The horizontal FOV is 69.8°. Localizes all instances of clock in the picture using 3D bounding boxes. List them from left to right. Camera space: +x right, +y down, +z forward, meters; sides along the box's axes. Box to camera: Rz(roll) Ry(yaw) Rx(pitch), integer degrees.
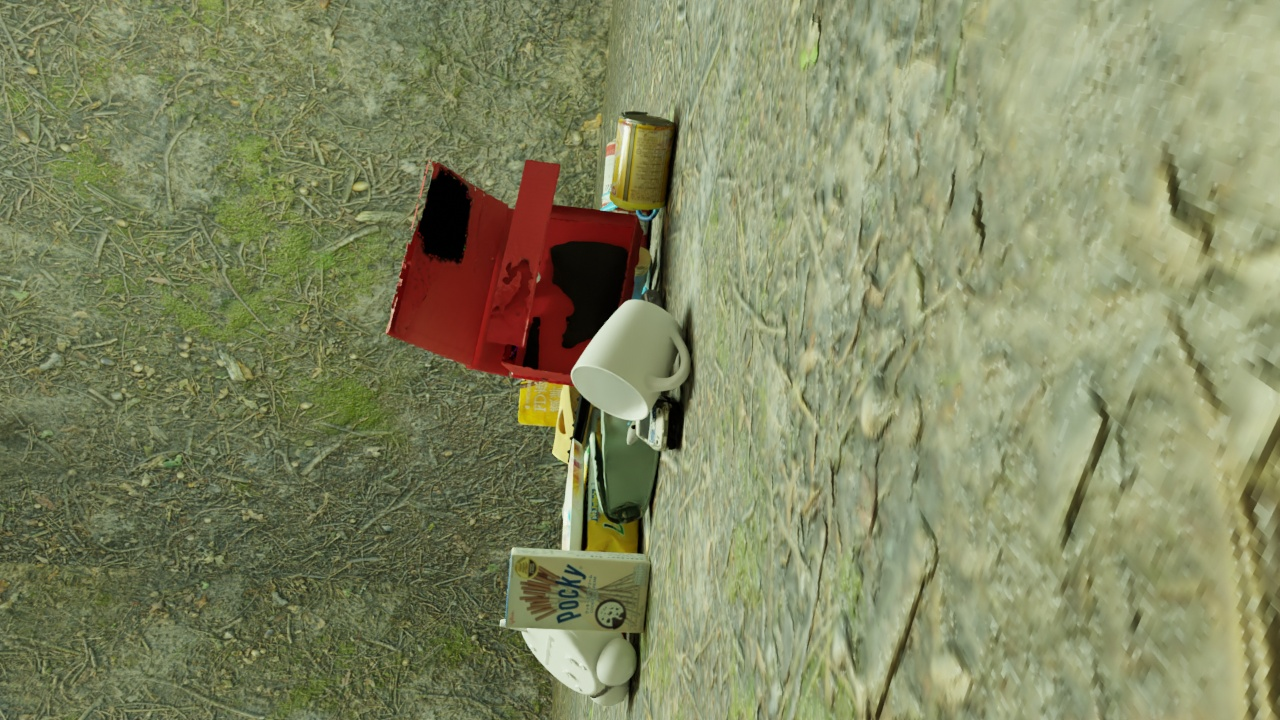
[{"bbox_3d":[-0.081,0.329,1.059,0.072,0.161,0.126,-41,-24,-35],"label":"clock"}]

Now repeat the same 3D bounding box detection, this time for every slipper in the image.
[{"bbox_3d":[-0.076,0.135,1.347,0.079,0.099,0.262,-44,42,49],"label":"slipper"}]

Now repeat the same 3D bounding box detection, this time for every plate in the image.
[{"bbox_3d":[-0.085,0.211,1.154,0.187,0.016,0.186,102,170,-49],"label":"plate"}]

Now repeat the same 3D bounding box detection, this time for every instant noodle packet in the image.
[{"bbox_3d":[-0.102,-0.004,1.426,0.084,0.163,0.221,-153,67,-83],"label":"instant noodle packet"}]

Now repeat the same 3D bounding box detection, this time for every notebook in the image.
[{"bbox_3d":[-0.067,0.007,1.235,0.169,0.019,0.231,109,171,-64],"label":"notebook"}]

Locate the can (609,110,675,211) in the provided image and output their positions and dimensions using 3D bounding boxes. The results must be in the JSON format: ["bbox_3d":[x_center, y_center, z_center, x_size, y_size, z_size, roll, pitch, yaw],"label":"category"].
[{"bbox_3d":[0.002,-0.233,1.076,0.067,0.067,0.105,-98,14,-64],"label":"can"}]

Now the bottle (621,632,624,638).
[{"bbox_3d":[-0.038,0.360,1.158,0.118,0.036,0.036,-95,11,-54],"label":"bottle"}]

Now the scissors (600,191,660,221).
[{"bbox_3d":[-0.015,-0.203,1.185,0.141,0.014,0.090,-18,69,48],"label":"scissors"}]

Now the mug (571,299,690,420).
[{"bbox_3d":[0.004,-0.002,0.848,0.081,0.114,0.087,54,-126,-36],"label":"mug"}]

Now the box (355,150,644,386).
[{"bbox_3d":[-0.161,-0.094,1.077,0.124,0.315,0.210,150,133,-72],"label":"box"}]

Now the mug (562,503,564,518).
[{"bbox_3d":[-0.078,0.255,1.481,0.112,0.078,0.097,64,167,12],"label":"mug"}]

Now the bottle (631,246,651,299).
[{"bbox_3d":[-0.014,-0.092,1.216,0.161,0.046,0.072,105,168,-60],"label":"bottle"}]

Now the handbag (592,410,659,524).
[{"bbox_3d":[-0.020,0.108,1.037,0.121,0.067,0.106,-98,13,-63],"label":"handbag"}]

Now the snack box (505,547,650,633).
[{"bbox_3d":[-0.068,0.247,0.985,0.026,0.150,0.082,-129,43,-80],"label":"snack box"}]

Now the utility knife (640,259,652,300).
[{"bbox_3d":[0.004,-0.059,1.172,0.210,0.015,0.031,97,171,-55],"label":"utility knife"}]

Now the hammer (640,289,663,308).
[{"bbox_3d":[-0.007,0.006,1.162,0.318,0.028,0.146,107,154,-62],"label":"hammer"}]

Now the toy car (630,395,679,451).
[{"bbox_3d":[0.012,0.059,0.891,0.113,0.040,0.048,-164,77,-83],"label":"toy car"}]

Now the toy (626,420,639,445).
[{"bbox_3d":[-0.022,0.014,0.975,0.131,0.097,0.124,-97,9,-72],"label":"toy"}]

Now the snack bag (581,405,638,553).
[{"bbox_3d":[-0.041,0.191,1.162,0.160,0.068,0.246,104,169,-51],"label":"snack bag"}]

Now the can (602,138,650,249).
[{"bbox_3d":[-0.019,-0.216,1.258,0.067,0.067,0.170,-178,93,-84],"label":"can"}]
